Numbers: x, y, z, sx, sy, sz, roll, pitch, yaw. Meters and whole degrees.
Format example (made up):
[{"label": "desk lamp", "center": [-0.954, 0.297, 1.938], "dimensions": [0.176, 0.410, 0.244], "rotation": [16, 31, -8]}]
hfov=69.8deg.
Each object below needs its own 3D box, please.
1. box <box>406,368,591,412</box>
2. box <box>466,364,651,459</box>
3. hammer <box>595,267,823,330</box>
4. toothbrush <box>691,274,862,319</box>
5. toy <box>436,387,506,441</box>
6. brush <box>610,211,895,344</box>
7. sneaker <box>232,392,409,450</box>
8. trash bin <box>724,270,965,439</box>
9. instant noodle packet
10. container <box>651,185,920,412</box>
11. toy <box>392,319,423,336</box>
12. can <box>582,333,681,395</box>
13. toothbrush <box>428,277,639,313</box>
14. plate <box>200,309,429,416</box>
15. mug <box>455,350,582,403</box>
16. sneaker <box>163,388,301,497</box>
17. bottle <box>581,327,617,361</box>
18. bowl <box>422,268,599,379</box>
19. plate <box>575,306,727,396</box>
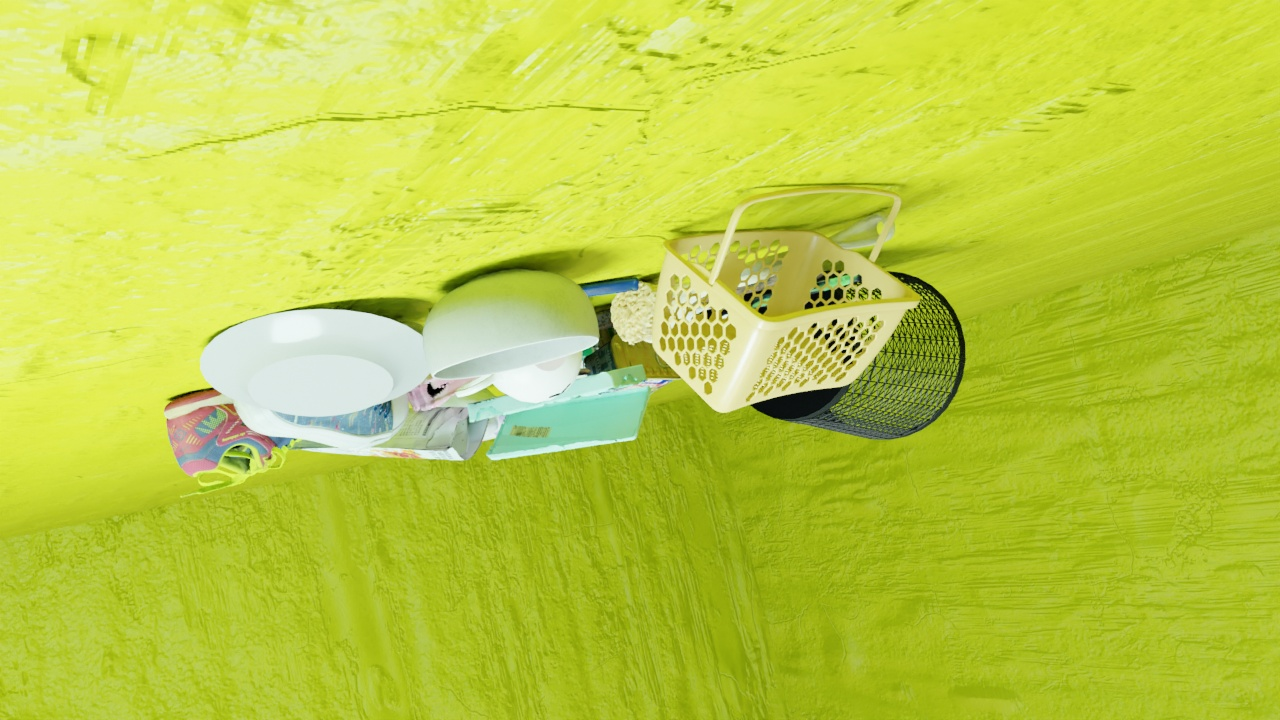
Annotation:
[{"label": "box", "center": [-0.165, 0.015, 0.998], "dimensions": [0.179, 0.055, 0.233], "rotation": [-11, 180, -19]}, {"label": "box", "center": [-0.078, 0.061, 0.932], "dimensions": [0.189, 0.079, 0.077], "rotation": [-13, -179, 30]}, {"label": "hammer", "center": [0.027, -0.059, 0.960], "dimensions": [0.330, 0.033, 0.120], "rotation": [-14, 179, -3]}, {"label": "toothbrush", "center": [0.144, -0.066, 0.953], "dimensions": [0.188, 0.014, 0.017], "rotation": [-14, -167, 6]}, {"label": "toy", "center": [-0.212, 0.077, 1.315], "dimensions": [0.209, 0.085, 0.137], "rotation": [-1, -179, 16]}, {"label": "brush", "center": [0.097, -0.078, 0.836], "dimensions": [0.273, 0.062, 0.077], "rotation": [-20, 178, 17]}, {"label": "sneaker", "center": [-0.279, 0.035, 0.880], "dimensions": [0.079, 0.087, 0.235], "rotation": [-21, 170, 14]}, {"label": "trash bin", "center": [0.234, -0.012, 1.088], "dimensions": [0.218, 0.216, 0.242], "rotation": [-18, 167, 37]}, {"label": "instant noodle packet", "center": [-0.325, 0.089, 1.101], "dimensions": [0.269, 0.057, 0.146], "rotation": [-2, -167, 16]}, {"label": "container", "center": [0.113, -0.061, 0.711], "dimensions": [0.183, 0.129, 0.167], "rotation": [-10, 132, -37]}, {"label": "toy", "center": [-0.215, -0.008, 0.774], "dimensions": [0.087, 0.050, 0.112], "rotation": [-13, 162, -1]}, {"label": "can", "center": [-0.006, 0.006, 0.995], "dimensions": [0.099, 0.054, 0.059], "rotation": [1, 157, -39]}, {"label": "toothbrush", "center": [-0.088, -0.051, 0.796], "dimensions": [0.189, 0.017, 0.016], "rotation": [-11, 175, -23]}, {"label": "plate", "center": [-0.250, 0.013, 0.718], "dimensions": [0.172, 0.019, 0.173], "rotation": [-9, 154, -5]}, {"label": "mug", "center": [-0.112, 0.002, 0.839], "dimensions": [0.123, 0.090, 0.076], "rotation": [-31, -169, -25]}, {"label": "sneaker", "center": [-0.402, 0.081, 0.976], "dimensions": [0.116, 0.091, 0.241], "rotation": [-18, 174, 16]}, {"label": "bottle", "center": [-0.026, -0.031, 1.024], "dimensions": [0.110, 0.042, 0.042], "rotation": [-16, 175, 8]}, {"label": "bowl", "center": [-0.101, -0.032, 0.700], "dimensions": [0.132, 0.064, 0.132], "rotation": [-14, 175, -1]}, {"label": "plate", "center": [0.005, -0.020, 1.158], "dimensions": [0.229, 0.030, 0.230], "rotation": [-22, 163, -7]}]
